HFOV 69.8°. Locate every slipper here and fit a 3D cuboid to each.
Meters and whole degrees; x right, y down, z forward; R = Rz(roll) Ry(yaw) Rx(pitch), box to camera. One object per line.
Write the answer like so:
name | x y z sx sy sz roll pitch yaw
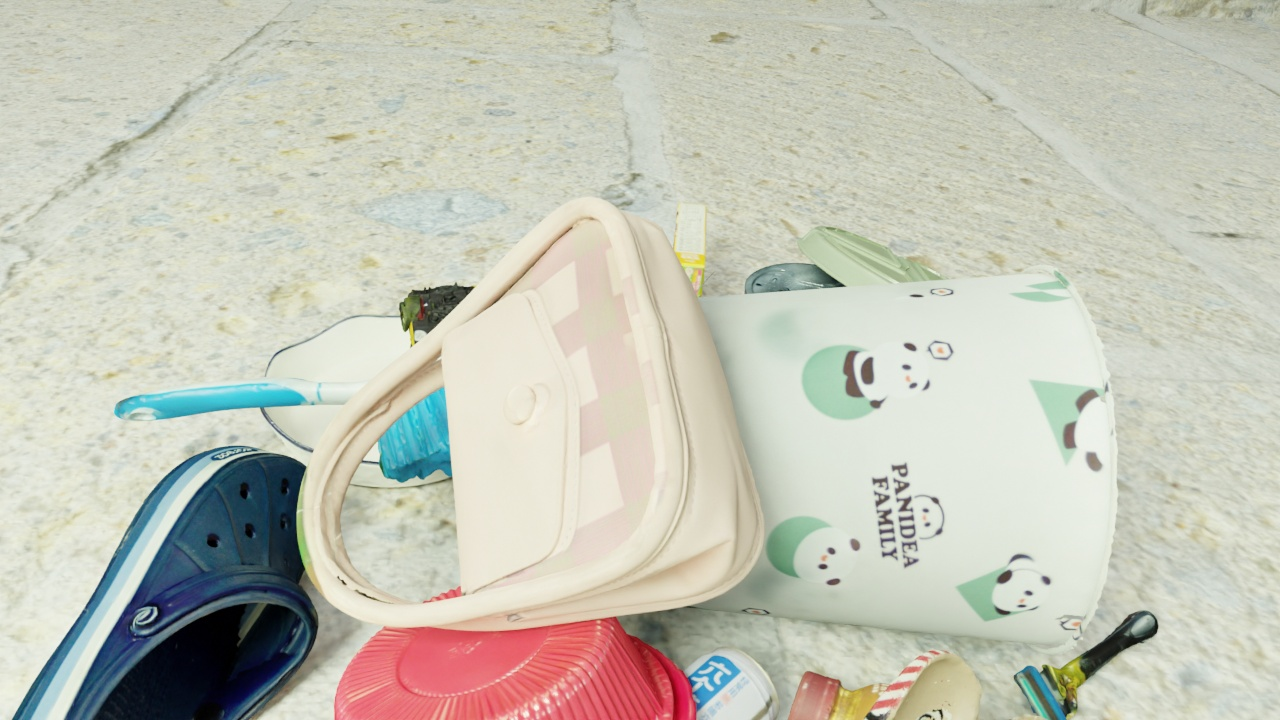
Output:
slipper | -0.226 0.136 0.485 0.095 0.105 0.252 2 34 10

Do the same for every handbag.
handbag | -0.071 0.044 0.453 0.235 0.093 0.193 -23 55 17

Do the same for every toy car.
toy car | -0.137 0.000 0.683 0.071 0.041 0.155 -8 50 -17

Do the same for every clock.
clock | 0.159 -0.049 0.868 0.117 0.060 0.158 14 35 16

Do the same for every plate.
plate | -0.187 0.029 0.718 0.205 0.046 0.204 3 34 -2
plate | 0.255 -0.069 0.862 0.230 0.027 0.229 22 21 -9

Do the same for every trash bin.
trash bin | 0.113 0.058 0.560 0.252 0.230 0.229 0 32 4

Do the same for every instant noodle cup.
instant noodle cup | -0.073 0.163 0.443 0.194 0.066 0.193 -13 16 4

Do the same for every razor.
razor | 0.272 0.182 0.554 0.142 0.022 0.042 -15 71 -35

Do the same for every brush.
brush | -0.175 0.032 0.601 0.314 0.061 0.109 -16 65 -11

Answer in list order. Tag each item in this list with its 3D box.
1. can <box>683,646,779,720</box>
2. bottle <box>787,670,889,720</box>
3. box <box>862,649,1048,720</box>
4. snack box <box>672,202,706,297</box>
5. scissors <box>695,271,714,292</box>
can | 0.011 0.201 0.462 0.053 0.053 0.134 30 40 34
bottle | 0.162 0.209 0.465 0.175 0.058 0.057 16 34 19
box | 0.113 0.206 0.399 0.087 0.076 0.162 39 75 -2
snack box | 0.044 -0.085 0.883 0.034 0.087 0.140 5 33 -1
scissors | -0.003 0.003 0.696 0.014 0.181 0.159 39 76 3
